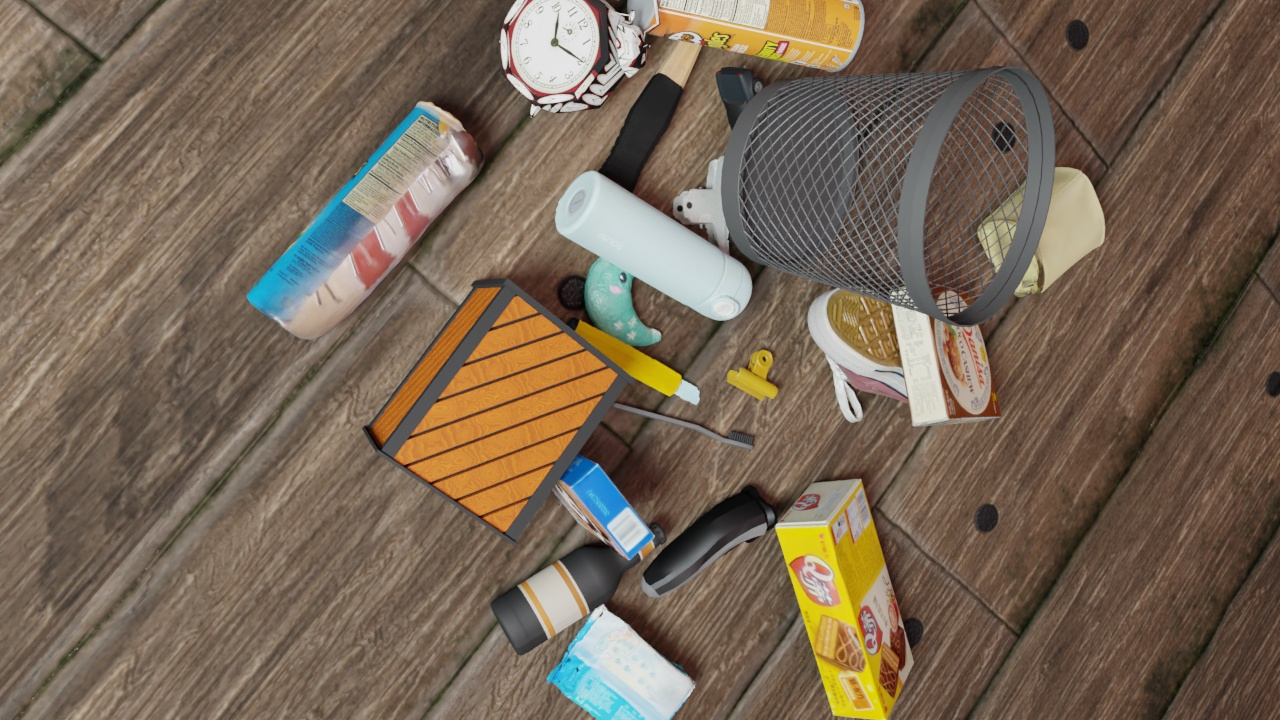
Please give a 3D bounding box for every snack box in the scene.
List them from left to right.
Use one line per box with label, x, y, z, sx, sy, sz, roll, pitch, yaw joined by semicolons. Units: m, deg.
snack box;-0.049;0.124;0.844;0.034;0.151;0.087;-40;106;-15
snack box;0.221;0.253;0.979;0.109;0.062;0.230;-33;108;-53
snack box;0.325;-0.005;0.975;0.146;0.041;0.143;3;75;-49

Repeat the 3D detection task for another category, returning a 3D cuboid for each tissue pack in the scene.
tissue pack;-0.019;0.317;0.918;0.144;0.062;0.092;45;77;-21

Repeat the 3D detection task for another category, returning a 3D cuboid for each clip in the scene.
clip;0.066;-0.156;0.927;0.058;0.050;0.102;-5;95;-33
clip;0.124;0.014;0.968;0.054;0.044;0.049;29;108;-19

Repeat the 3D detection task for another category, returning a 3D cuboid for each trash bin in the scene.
trash bin;-0.130;0.039;0.812;0.139;0.140;0.171;39;80;-19
trash bin;0.222;-0.162;0.854;0.217;0.228;0.218;-17;115;-39

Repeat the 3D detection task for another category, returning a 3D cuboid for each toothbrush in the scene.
toothbrush;0.046;0.067;0.950;0.167;0.013;0.013;16;80;-21

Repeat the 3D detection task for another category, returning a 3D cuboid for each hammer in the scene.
hammer;0.035;-0.287;0.907;0.131;0.039;0.328;30;84;-21

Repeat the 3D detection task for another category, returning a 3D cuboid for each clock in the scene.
clock;-0.049;-0.291;0.829;0.155;0.065;0.114;-25;86;23

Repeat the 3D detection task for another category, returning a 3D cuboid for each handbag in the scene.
handbag;0.464;-0.146;1.062;0.119;0.081;0.111;-40;114;-16

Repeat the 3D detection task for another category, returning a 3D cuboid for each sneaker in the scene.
sneaker;0.239;-0.006;0.980;0.241;0.088;0.118;27;59;-40

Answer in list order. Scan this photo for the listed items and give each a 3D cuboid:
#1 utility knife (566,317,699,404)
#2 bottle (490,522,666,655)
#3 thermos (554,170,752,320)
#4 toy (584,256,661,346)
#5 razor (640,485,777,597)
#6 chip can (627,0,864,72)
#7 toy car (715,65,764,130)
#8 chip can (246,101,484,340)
utility knife;-0.005;0.005;0.913;0.179;0.017;0.030;29;97;-28
bottle;-0.054;0.214;0.898;0.181;0.059;0.059;-29;104;-17
thermos;0.019;-0.103;0.875;0.206;0.077;0.065;27;119;-33
toy;-0.016;-0.066;0.908;0.085;0.033;0.105;-1;93;-32
razor;0.067;0.191;0.949;0.156;0.057;0.060;-27;135;-18
chip can;0.101;-0.329;0.868;0.214;0.075;0.075;3;93;-23
toy car;0.108;-0.242;0.914;0.034;0.046;0.112;-50;134;-20
chip can;-0.234;-0.117;0.797;0.080;0.080;0.229;42;80;-19
